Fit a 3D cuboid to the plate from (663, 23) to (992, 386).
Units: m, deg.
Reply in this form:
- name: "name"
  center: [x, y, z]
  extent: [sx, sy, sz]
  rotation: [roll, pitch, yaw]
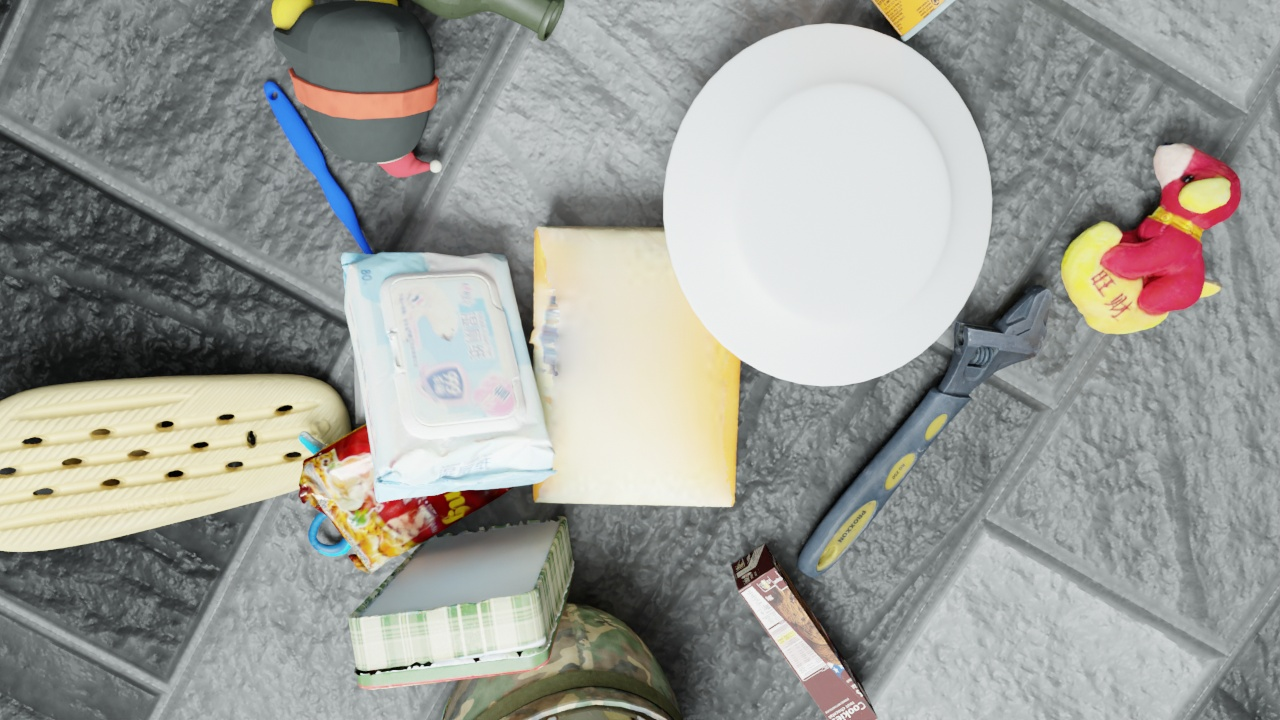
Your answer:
- name: "plate"
  center: [0.134, -0.103, 0.616]
  extent: [0.242, 0.016, 0.242]
  rotation: [-1, 96, -14]

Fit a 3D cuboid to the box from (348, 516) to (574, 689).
- name: "box"
  center: [-0.109, 0.155, 0.613]
  extent: [0.117, 0.205, 0.050]
  rotation: [-10, 92, -1]

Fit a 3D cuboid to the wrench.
- name: "wrench"
  center: [0.206, 0.054, 0.680]
  extent: [0.073, 0.022, 0.273]
  rotation: [30, 102, -32]

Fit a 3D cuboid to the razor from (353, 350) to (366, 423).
- name: "razor"
  center: [-0.151, 0.001, 0.675]
  extent: [0.116, 0.047, 0.088]
  rotation: [0, 99, -7]

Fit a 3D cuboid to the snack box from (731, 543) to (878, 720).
- name: "snack box"
  center: [0.123, 0.212, 0.696]
  extent: [0.032, 0.051, 0.141]
  rotation: [-34, 97, 5]

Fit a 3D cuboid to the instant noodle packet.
- name: "instant noodle packet"
  center: [-0.164, 0.083, 0.652]
  extent: [0.135, 0.040, 0.098]
  rotation: [-30, 116, -14]

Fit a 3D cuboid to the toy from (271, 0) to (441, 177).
- name: "toy"
  center: [-0.186, -0.182, 0.621]
  extent: [0.100, 0.097, 0.119]
  rotation: [34, 130, 37]

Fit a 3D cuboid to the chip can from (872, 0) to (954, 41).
- name: "chip can"
  center: [0.136, -0.320, 0.603]
  extent: [0.075, 0.075, 0.215]
  rotation: [-41, 96, 6]

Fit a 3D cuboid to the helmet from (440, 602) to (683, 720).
- name: "helmet"
  center: [-0.050, 0.294, 0.622]
  extent: [0.192, 0.236, 0.225]
  rotation: [3, 114, -15]

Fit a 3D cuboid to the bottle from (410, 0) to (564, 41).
- name: "bottle"
  center: [-0.149, -0.279, 0.614]
  extent: [0.207, 0.071, 0.071]
  rotation: [29, 98, -4]

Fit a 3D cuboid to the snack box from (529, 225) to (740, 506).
- name: "snack box"
  center: [-0.004, 0.004, 0.651]
  extent: [0.145, 0.080, 0.195]
  rotation: [1, 99, 0]

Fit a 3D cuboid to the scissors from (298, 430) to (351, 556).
- name: "scissors"
  center: [-0.209, 0.100, 0.680]
  extent: [0.134, 0.012, 0.134]
  rotation: [-37, 123, 11]

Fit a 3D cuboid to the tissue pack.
- name: "tissue pack"
  center: [-0.130, 0.002, 0.605]
  extent: [0.112, 0.070, 0.181]
  rotation: [-6, 64, -23]

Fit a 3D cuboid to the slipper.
- name: "slipper"
  center: [-0.347, 0.061, 0.668]
  extent: [0.261, 0.079, 0.111]
  rotation: [-9, 99, -17]

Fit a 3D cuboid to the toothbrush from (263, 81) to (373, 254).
- name: "toothbrush"
  center: [-0.222, -0.121, 0.669]
  extent: [0.016, 0.018, 0.182]
  rotation: [-30, 95, 4]

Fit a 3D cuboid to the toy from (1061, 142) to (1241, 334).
- name: "toy"
  center: [0.367, -0.078, 0.648]
  extent: [0.105, 0.067, 0.137]
  rotation: [32, 105, -8]
